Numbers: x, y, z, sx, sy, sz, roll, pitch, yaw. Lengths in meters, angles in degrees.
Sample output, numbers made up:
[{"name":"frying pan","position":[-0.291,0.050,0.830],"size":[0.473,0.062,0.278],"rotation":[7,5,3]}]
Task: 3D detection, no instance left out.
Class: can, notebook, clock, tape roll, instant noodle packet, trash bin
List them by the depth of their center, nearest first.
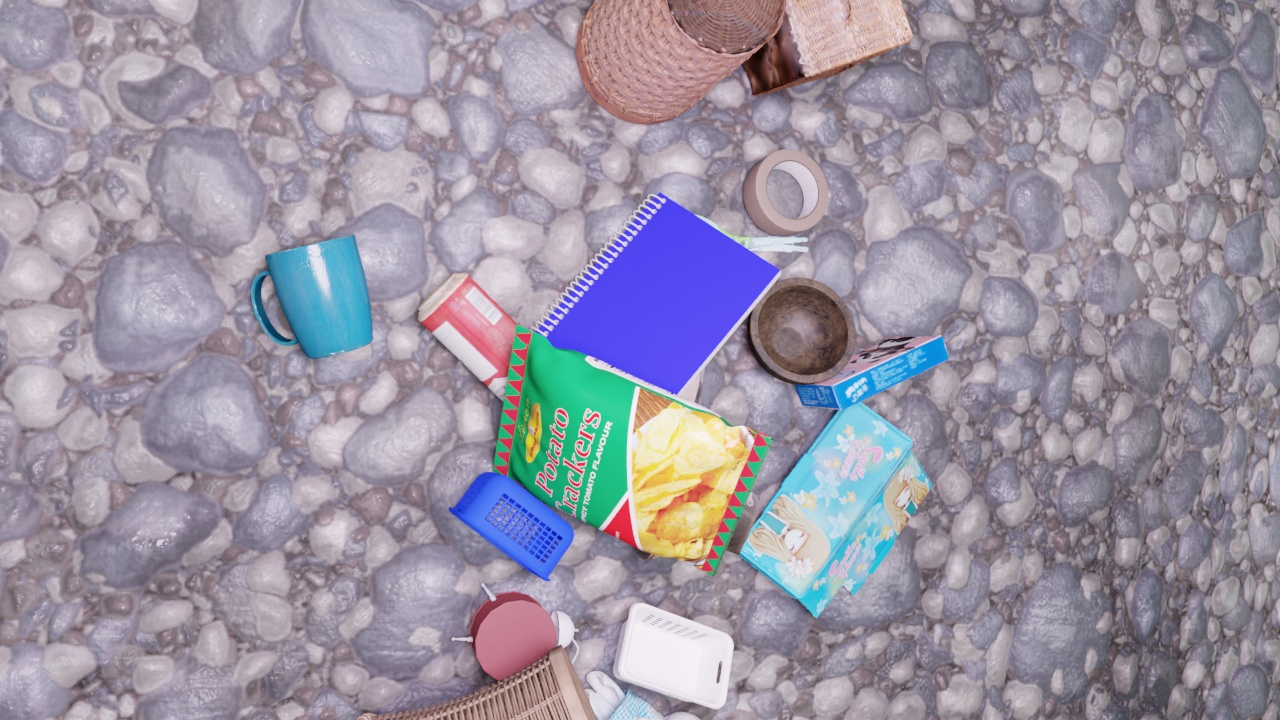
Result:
[{"name":"instant noodle packet","position":[-0.020,0.092,0.873],"size":[0.253,0.196,0.090],"rotation":[24,39,10]},{"name":"trash bin","position":[0.034,-0.330,0.902],"size":[0.151,0.210,0.151],"rotation":[0,90,-19]},{"name":"can","position":[-0.144,-0.011,0.923],"size":[0.170,0.067,0.067],"rotation":[45,77,-15]},{"name":"clock","position":[-0.123,0.289,0.948],"size":[0.124,0.044,0.087],"rotation":[31,81,-17]},{"name":"notebook","position":[0.013,-0.060,0.954],"size":[0.171,0.022,0.209],"rotation":[36,78,19]},{"name":"tape roll","position":[0.165,-0.189,1.039],"size":[0.093,0.030,0.093],"rotation":[2,84,-21]}]

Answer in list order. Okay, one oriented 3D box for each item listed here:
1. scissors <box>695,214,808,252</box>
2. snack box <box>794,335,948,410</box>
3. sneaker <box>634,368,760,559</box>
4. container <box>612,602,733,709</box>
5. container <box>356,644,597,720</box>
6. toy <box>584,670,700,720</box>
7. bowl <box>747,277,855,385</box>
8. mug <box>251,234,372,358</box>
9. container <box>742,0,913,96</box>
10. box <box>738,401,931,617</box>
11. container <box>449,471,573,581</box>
[{"name":"scissors","position":[0.115,-0.127,1.039],"size":[0.175,0.033,0.072],"rotation":[-1,87,-16]},{"name":"snack box","position":[0.264,0.012,1.052],"size":[0.154,0.088,0.033],"rotation":[-23,98,-17]},{"name":"sneaker","position":[0.066,0.097,0.986],"size":[0.119,0.095,0.234],"rotation":[5,87,-21]},{"name":"container","position":[0.030,0.320,0.987],"size":[0.129,0.050,0.080],"rotation":[25,57,-18]},{"name":"container","position":[-0.125,0.392,0.838],"size":[0.196,0.227,0.227],"rotation":[-24,99,-9]},{"name":"toy","position":[0.016,0.411,0.990],"size":[0.205,0.131,0.105],"rotation":[44,33,5]},{"name":"bowl","position":[0.174,-0.027,1.033],"size":[0.121,0.056,0.121],"rotation":[3,75,-10]},{"name":"mug","position":[-0.311,-0.056,0.866],"size":[0.112,0.084,0.104],"rotation":[-11,102,10]},{"name":"container","position":[0.178,-0.352,0.958],"size":[0.112,0.198,0.114],"rotation":[-22,101,-6]},{"name":"box","position":[0.239,0.181,1.060],"size":[0.180,0.074,0.226],"rotation":[42,78,-14]},{"name":"container","position":[-0.126,0.162,0.919],"size":[0.114,0.096,0.058],"rotation":[41,74,-15]}]
